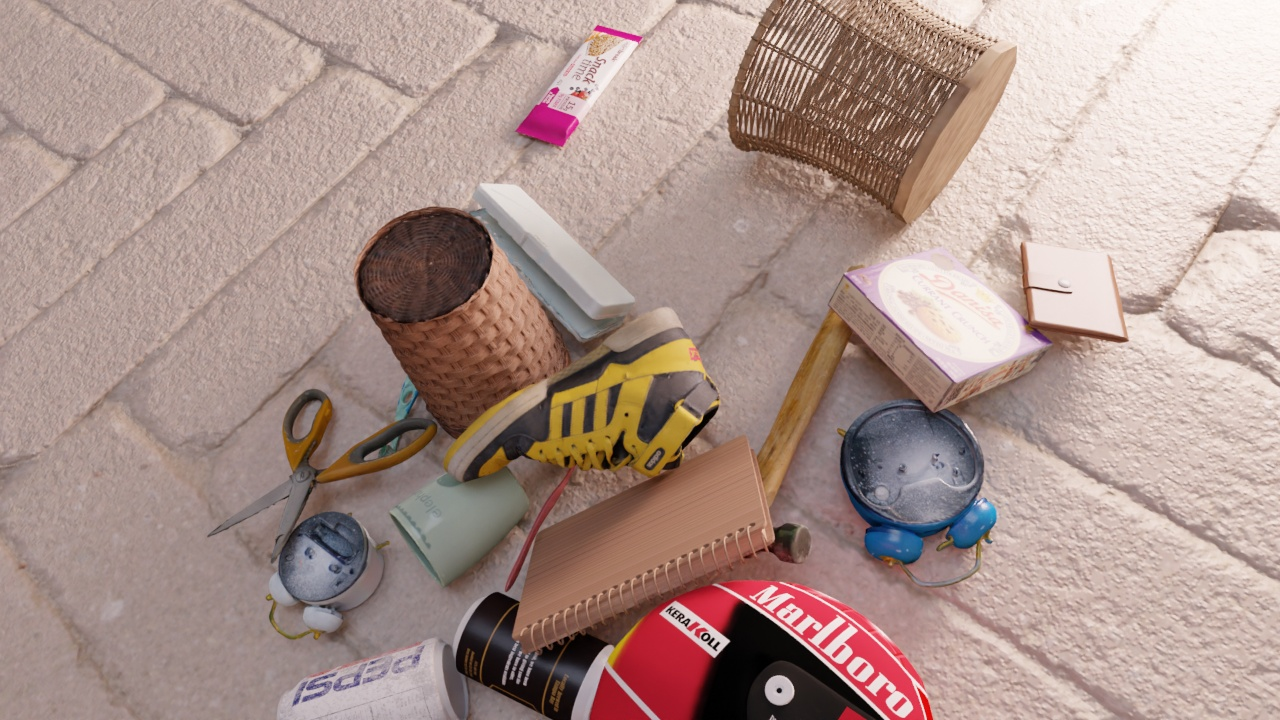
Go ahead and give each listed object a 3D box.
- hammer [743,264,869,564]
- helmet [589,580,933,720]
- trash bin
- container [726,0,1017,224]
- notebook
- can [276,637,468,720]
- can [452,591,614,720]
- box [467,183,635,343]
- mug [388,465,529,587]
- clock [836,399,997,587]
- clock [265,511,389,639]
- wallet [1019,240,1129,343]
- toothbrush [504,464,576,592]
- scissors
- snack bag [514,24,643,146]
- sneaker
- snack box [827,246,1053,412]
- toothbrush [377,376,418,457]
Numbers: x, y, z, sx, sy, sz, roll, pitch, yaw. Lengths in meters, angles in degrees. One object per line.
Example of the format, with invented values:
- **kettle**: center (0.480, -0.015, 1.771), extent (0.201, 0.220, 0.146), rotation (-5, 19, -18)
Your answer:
- **hammer**: center (0.146, 0.034, 0.837), extent (0.132, 0.033, 0.329), rotation (-1, 47, 44)
- **helmet**: center (0.095, 0.272, 0.624), extent (0.271, 0.198, 0.224), rotation (34, 74, 32)
- **trash bin**: center (-0.155, -0.031, 0.842), extent (0.151, 0.210, 0.151), rotation (-4, 60, 7)
- **container**: center (0.232, -0.268, 0.913), extent (0.196, 0.227, 0.226), rotation (36, 71, 19)
- **notebook**: center (0.001, 0.144, 0.735), extent (0.211, 0.022, 0.169), rotation (-27, 17, 10)
- **can**: center (-0.216, 0.282, 0.747), extent (0.136, 0.078, 0.078), rotation (-17, 58, 0)
- **can**: center (-0.084, 0.244, 0.749), extent (0.129, 0.072, 0.071), rotation (19, 65, 20)
- **box**: center (-0.092, -0.107, 0.935), extent (0.084, 0.071, 0.199), rotation (-35, 69, -30)
- **mug**: center (-0.167, 0.134, 0.831), extent (0.103, 0.084, 0.111), rotation (-36, 32, -23)
- **clock**: center (0.233, 0.112, 0.779), extent (0.117, 0.060, 0.161), rotation (-13, 60, 1)
- **clock**: center (-0.285, 0.194, 0.824), extent (0.083, 0.057, 0.117), rotation (29, 69, 23)
- **wallet**: center (0.403, -0.067, 0.857), extent (0.087, 0.013, 0.120), rotation (10, 47, 7)
- **toothbrush**: center (-0.084, 0.130, 0.823), extent (0.016, 0.015, 0.183), rotation (8, 45, 20)
- **scissors**: center (-0.296, 0.097, 0.869), extent (0.226, 0.016, 0.224), rotation (-10, 40, 4)
- **snack bag**: center (-0.073, -0.340, 1.122), extent (0.070, 0.016, 0.196), rotation (24, 66, 20)
- **sneaker**: center (-0.040, 0.064, 0.779), extent (0.238, 0.086, 0.122), rotation (-34, 72, -6)
- **snack box**: center (0.270, -0.033, 0.832), extent (0.147, 0.041, 0.143), rotation (-17, 54, -33)
- **toothbrush**: center (-0.236, 0.045, 0.925), extent (0.022, 0.017, 0.135), rotation (4, 61, 20)
